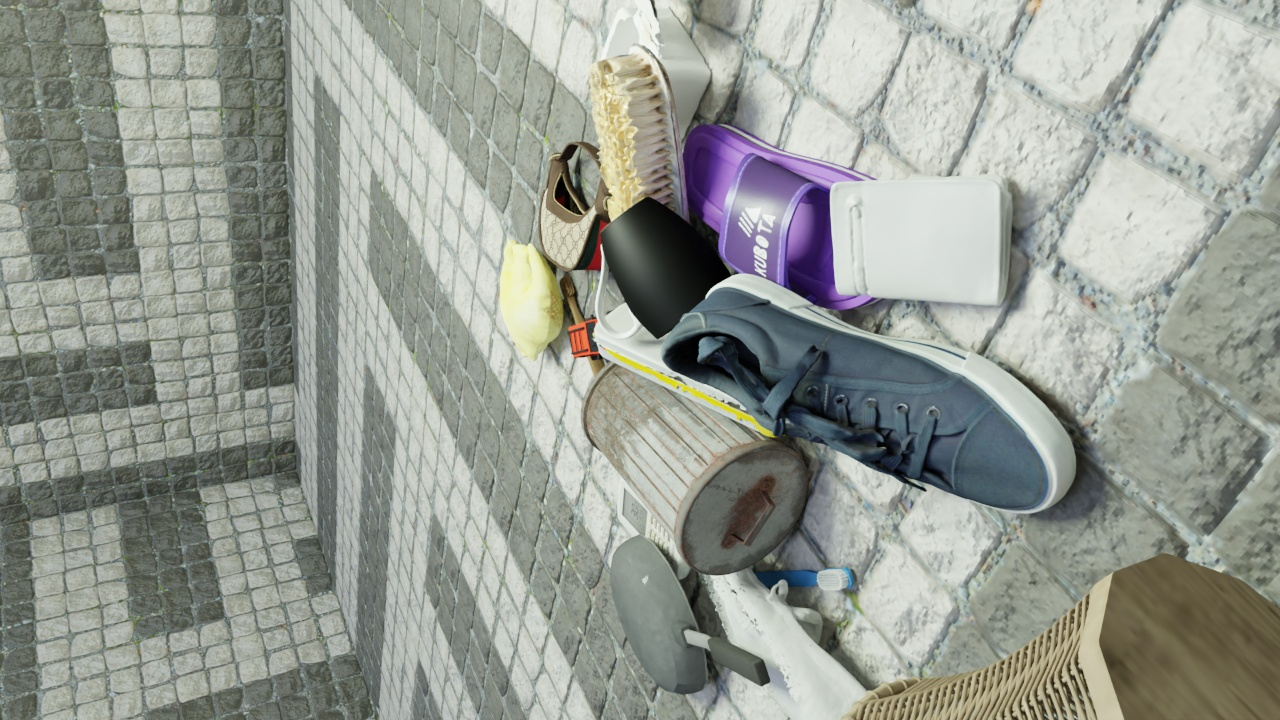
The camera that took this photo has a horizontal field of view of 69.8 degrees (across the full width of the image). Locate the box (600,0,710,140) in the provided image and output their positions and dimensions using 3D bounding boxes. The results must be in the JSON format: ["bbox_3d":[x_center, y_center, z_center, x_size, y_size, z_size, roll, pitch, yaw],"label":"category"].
[{"bbox_3d":[0.012,-0.288,0.833,0.191,0.083,0.110,96,150,-58],"label":"box"}]

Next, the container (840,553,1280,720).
[{"bbox_3d":[0.236,0.229,0.455,0.226,0.226,0.197,62,139,30],"label":"container"}]

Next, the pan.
[{"bbox_3d":[0.039,0.271,0.910,0.178,0.041,0.358,71,161,-1],"label":"pan"}]

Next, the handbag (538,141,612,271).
[{"bbox_3d":[-0.068,-0.174,1.026,0.166,0.063,0.138,-140,53,-58],"label":"handbag"}]

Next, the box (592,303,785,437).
[{"bbox_3d":[0.050,0.004,0.797,0.209,0.064,0.033,26,141,31],"label":"box"}]

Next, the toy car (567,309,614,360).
[{"bbox_3d":[-0.045,-0.027,1.037,0.100,0.048,0.051,-11,88,61],"label":"toy car"}]

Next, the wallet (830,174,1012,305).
[{"bbox_3d":[0.183,-0.080,0.605,0.116,0.032,0.086,11,111,34],"label":"wallet"}]

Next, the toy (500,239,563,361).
[{"bbox_3d":[-0.145,-0.077,1.185,0.170,0.064,0.155,-155,59,-63],"label":"toy"}]

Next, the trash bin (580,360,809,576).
[{"bbox_3d":[0.046,0.088,0.827,0.211,0.130,0.131,43,134,49],"label":"trash bin"}]

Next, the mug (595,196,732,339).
[{"bbox_3d":[0.004,-0.073,0.775,0.119,0.084,0.100,-36,93,22],"label":"mug"}]

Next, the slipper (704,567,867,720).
[{"bbox_3d":[0.128,0.247,0.785,0.247,0.074,0.112,46,144,46],"label":"slipper"}]

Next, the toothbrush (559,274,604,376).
[{"bbox_3d":[-0.067,-0.033,1.108,0.016,0.016,0.166,-55,51,52],"label":"toothbrush"}]

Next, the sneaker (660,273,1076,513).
[{"bbox_3d":[0.130,0.031,0.616,0.295,0.127,0.121,27,136,34],"label":"sneaker"}]

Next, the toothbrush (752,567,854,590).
[{"bbox_3d":[0.134,0.197,0.822,0.167,0.014,0.016,-27,75,60],"label":"toothbrush"}]

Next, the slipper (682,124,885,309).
[{"bbox_3d":[0.090,-0.118,0.734,0.266,0.083,0.107,44,135,47],"label":"slipper"}]

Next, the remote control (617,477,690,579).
[{"bbox_3d":[0.015,0.181,1.015,0.138,0.025,0.060,38,130,50],"label":"remote control"}]

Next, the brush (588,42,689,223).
[{"bbox_3d":[0.004,-0.150,0.834,0.083,0.056,0.272,54,160,43],"label":"brush"}]
